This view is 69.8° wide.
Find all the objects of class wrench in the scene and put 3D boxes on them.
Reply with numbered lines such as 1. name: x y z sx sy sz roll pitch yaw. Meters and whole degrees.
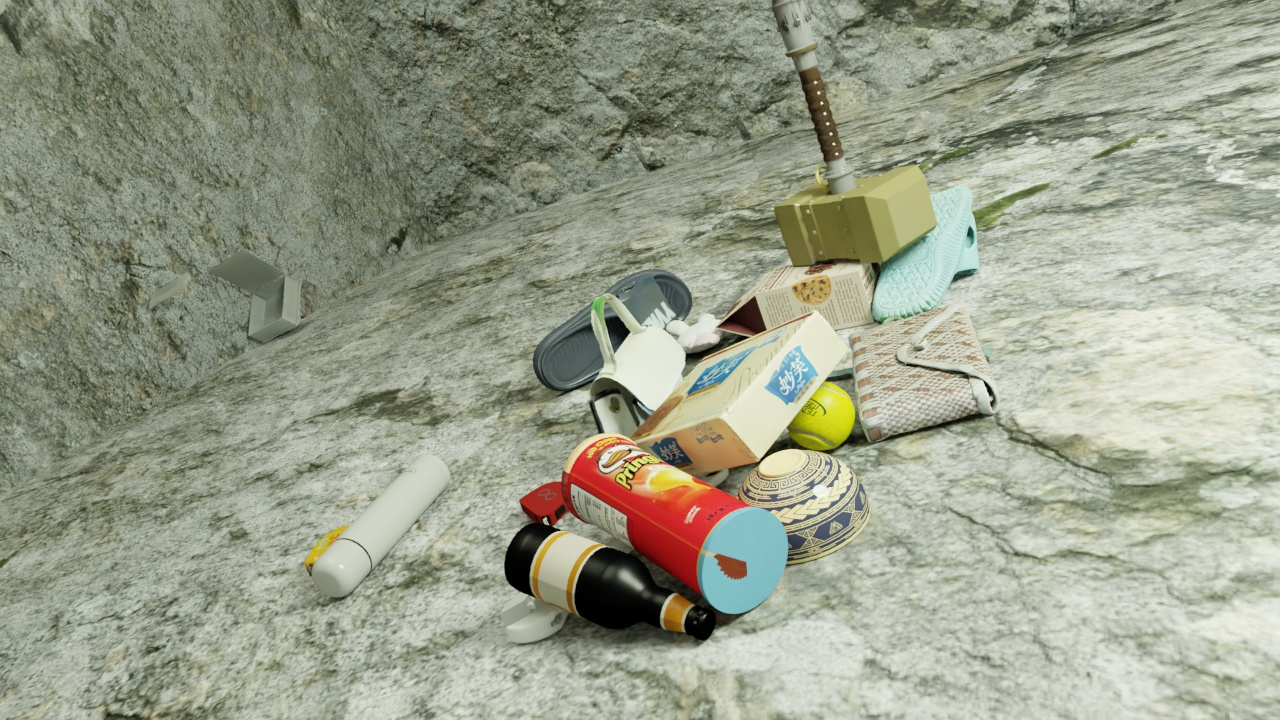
1. wrench: -0.015 0.166 0.837 0.272 0.018 0.066 -32 21 -32

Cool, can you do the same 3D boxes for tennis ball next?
1. tennis ball: 0.169 0.053 0.868 0.065 0.065 0.065 -20 18 7

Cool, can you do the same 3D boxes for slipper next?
1. slipper: -0.028 -0.043 1.316 0.267 0.111 0.083 -32 23 -19
2. slipper: 0.360 -0.122 1.157 0.116 0.069 0.275 -10 37 36

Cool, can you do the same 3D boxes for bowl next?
1. bowl: 0.126 0.110 0.759 0.112 0.061 0.112 -20 18 7

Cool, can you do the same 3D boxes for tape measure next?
1. tape measure: -0.345 0.216 1.055 0.059 0.030 0.068 -19 20 8
2. tape measure: -0.094 0.151 0.969 0.051 0.019 0.059 -28 26 -25

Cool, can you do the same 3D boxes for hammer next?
1. hammer: 0.227 -0.288 1.127 0.100 0.325 0.190 -31 20 -28

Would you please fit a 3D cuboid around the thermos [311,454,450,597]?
1. thermos: -0.292 0.185 1.047 0.052 0.052 0.223 -14 20 24

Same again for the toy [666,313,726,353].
1. toy: 0.083 -0.035 1.268 0.076 0.037 0.125 -20 20 -6

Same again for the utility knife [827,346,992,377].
1. utility knife: 0.268 0.005 0.977 0.207 0.015 0.031 -12 16 33

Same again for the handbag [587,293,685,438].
1. handbag: -0.006 0.006 1.028 0.074 0.176 0.150 -12 20 24

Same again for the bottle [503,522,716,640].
1. bottle: -0.023 0.179 0.721 0.182 0.059 0.059 12 35 34

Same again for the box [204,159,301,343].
1. box: -1.207 -0.335 2.839 0.167 0.528 0.233 -22 13 24

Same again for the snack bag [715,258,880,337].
1. snack bag: 0.205 -0.080 1.202 0.207 0.070 0.094 -11 20 30

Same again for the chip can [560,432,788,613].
1. chip can: 0.020 0.127 0.760 0.086 0.087 0.214 -30 26 -24

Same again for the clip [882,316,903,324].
1. clip: 0.299 -0.031 1.019 0.023 0.043 0.076 -26 18 -18

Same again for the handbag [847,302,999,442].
1. handbag: 0.270 0.003 0.900 0.124 0.047 0.185 -19 24 18

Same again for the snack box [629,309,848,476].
1. snack box: 0.083 0.041 0.885 0.153 0.055 0.208 -46 10 -28
